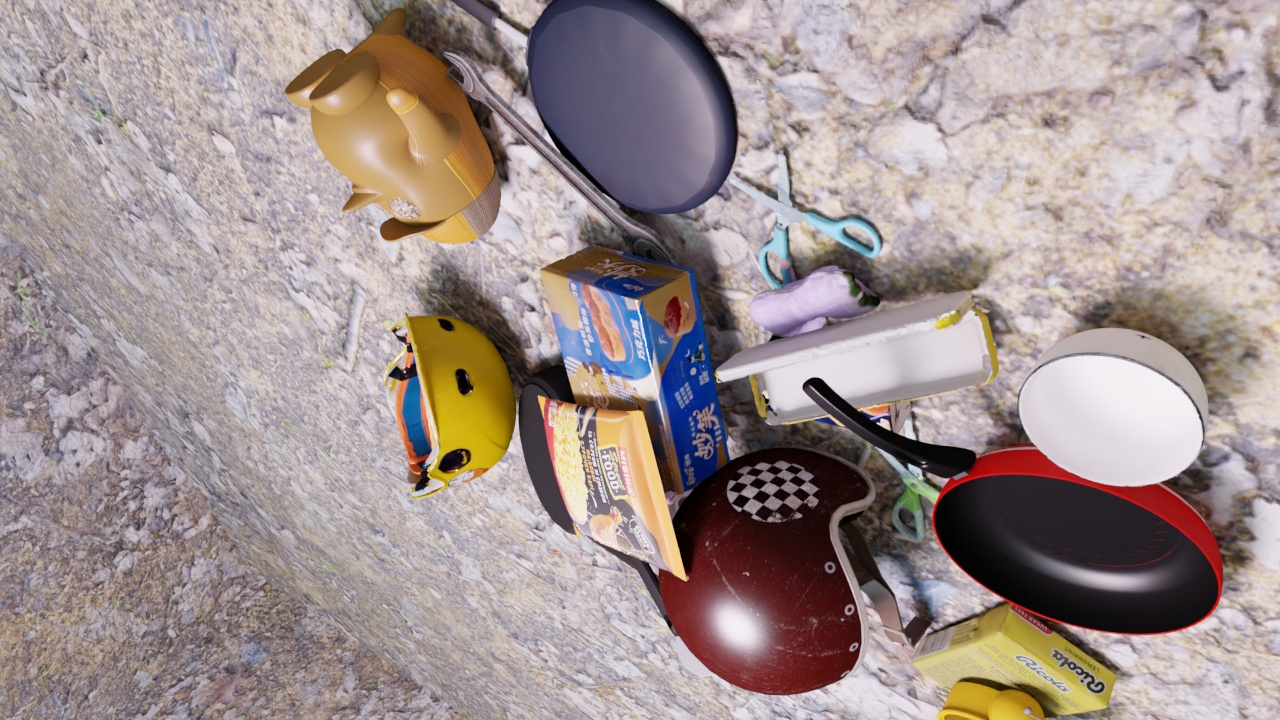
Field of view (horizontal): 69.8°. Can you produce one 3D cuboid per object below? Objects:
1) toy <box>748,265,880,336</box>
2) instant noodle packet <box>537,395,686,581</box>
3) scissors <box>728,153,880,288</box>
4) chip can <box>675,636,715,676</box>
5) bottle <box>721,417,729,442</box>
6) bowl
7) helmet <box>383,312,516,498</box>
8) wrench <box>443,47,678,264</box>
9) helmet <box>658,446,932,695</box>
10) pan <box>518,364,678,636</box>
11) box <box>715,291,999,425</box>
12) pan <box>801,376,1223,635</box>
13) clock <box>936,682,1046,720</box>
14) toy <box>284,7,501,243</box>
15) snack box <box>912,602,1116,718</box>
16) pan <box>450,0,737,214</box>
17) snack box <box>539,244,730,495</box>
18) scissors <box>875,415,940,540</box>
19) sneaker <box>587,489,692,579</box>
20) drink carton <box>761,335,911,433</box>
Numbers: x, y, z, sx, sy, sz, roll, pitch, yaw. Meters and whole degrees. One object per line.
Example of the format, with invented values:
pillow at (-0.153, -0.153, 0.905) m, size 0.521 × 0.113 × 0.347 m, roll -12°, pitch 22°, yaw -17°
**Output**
toy at (0.142, -0.046, 0.744) m, size 0.100 × 0.036 × 0.080 m, roll -16°, pitch 151°, yaw 37°
instant noodle packet at (-0.034, 0.117, 0.898) m, size 0.221 × 0.032 × 0.160 m, roll 3°, pitch 110°, yaw 60°
scissors at (0.129, -0.101, 0.723) m, size 0.136 × 0.015 × 0.135 m, roll 19°, pitch 146°, yaw 28°
chip can at (0.135, 0.328, 1.060) m, size 0.075 × 0.075 × 0.214 m, roll 5°, pitch 168°, yaw 42°
bottle at (0.026, 0.085, 1.013) m, size 0.174 × 0.046 × 0.084 m, roll -12°, pitch 120°, yaw 51°
bowl at (0.322, 0.024, 0.622) m, size 0.113 × 0.063 × 0.114 m, roll 25°, pitch 140°, yaw 23°
helmet at (-0.219, 0.043, 1.116) m, size 0.209 × 0.139 × 0.241 m, roll 68°, pitch 151°, yaw 27°
wrench at (-0.068, -0.169, 0.808) m, size 0.273 × 0.010 × 0.070 m, roll 42°, pitch 165°, yaw -12°
helmet at (0.146, 0.207, 0.904) m, size 0.234 × 0.252 × 0.234 m, roll 32°, pitch 138°, yaw 30°
pan at (-0.054, 0.160, 1.035) m, size 0.355 × 0.044 × 0.205 m, roll 57°, pitch 148°, yaw 33°
box at (0.167, 0.010, 0.720) m, size 0.210 × 0.079 × 0.080 m, roll -14°, pitch 105°, yaw 39°
pan at (0.282, 0.103, 0.726) m, size 0.356 × 0.067 × 0.209 m, roll 36°, pitch 149°, yaw -4°
clock at (0.369, 0.371, 0.919) m, size 0.113 × 0.051 × 0.152 m, roll 42°, pitch 154°, yaw -9°
toy at (-0.216, -0.191, 0.851) m, size 0.199 × 0.162 × 0.203 m, roll 27°, pitch 159°, yaw 49°
snack box at (0.370, 0.312, 0.932) m, size 0.121 × 0.045 × 0.181 m, roll 35°, pitch 150°, yaw 4°
pan at (-0.076, -0.248, 0.754) m, size 0.356 × 0.021 × 0.199 m, roll 36°, pitch 147°, yaw 9°
snack box at (-0.005, 0.005, 0.869) m, size 0.155 × 0.069 × 0.203 m, roll 23°, pitch 133°, yaw 49°
scissors at (0.260, 0.112, 0.841) m, size 0.139 × 0.028 × 0.170 m, roll 14°, pitch 143°, yaw 39°
sneaker at (0.011, 0.197, 1.133) m, size 0.111 × 0.116 × 0.294 m, roll 36°, pitch 169°, yaw -22°
drink carton at (0.166, 0.023, 0.804) m, size 0.130 × 0.040 × 0.064 m, roll 12°, pitch 137°, yaw 37°
